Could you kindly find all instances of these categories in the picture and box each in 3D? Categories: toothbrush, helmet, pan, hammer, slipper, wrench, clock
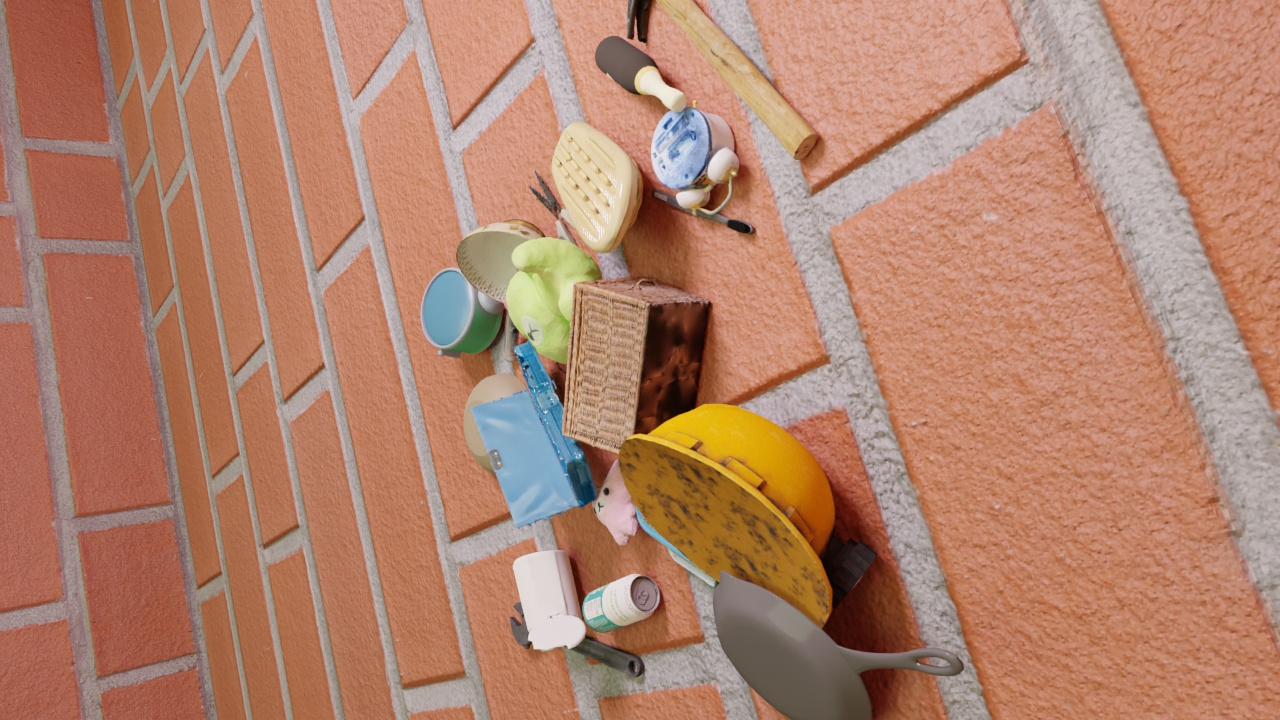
[{"bbox_3d":[-0.172,-0.067,1.250,0.024,0.022,0.186,59,150,33],"label":"toothbrush"},{"bbox_3d":[0.113,0.130,0.906,0.255,0.131,0.206,38,151,17],"label":"helmet"},{"bbox_3d":[0.166,0.284,0.852,0.216,0.024,0.356,53,150,-2],"label":"pan"},{"bbox_3d":[0.083,-0.331,0.982,0.132,0.033,0.330,-54,56,34],"label":"hammer"},{"bbox_3d":[-0.039,-0.212,1.097,0.111,0.079,0.261,-66,30,24],"label":"slipper"},{"bbox_3d":[-0.094,0.380,1.244,0.274,0.018,0.073,4,87,46],"label":"wrench"},{"bbox_3d":[-0.249,-0.086,1.345,0.162,0.075,0.122,-48,57,24],"label":"clock"},{"bbox_3d":[0.065,-0.168,1.029,0.167,0.013,0.013,31,116,45],"label":"toothbrush"},{"bbox_3d":[0.062,-0.217,0.998,0.089,0.051,0.125,-39,65,42],"label":"clock"}]

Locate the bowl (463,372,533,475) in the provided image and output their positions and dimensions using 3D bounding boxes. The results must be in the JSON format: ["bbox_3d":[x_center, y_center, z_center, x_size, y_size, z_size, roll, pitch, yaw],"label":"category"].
[{"bbox_3d":[-0.213,0.095,1.330,0.153,0.050,0.152,5,97,48],"label":"bowl"}]

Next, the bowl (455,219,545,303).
[{"bbox_3d":[-0.166,-0.141,1.227,0.146,0.145,0.063,-33,32,44],"label":"bowl"}]

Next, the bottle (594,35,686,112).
[{"bbox_3d":[0.003,-0.318,1.030,0.184,0.045,0.045,52,129,48],"label":"bottle"}]

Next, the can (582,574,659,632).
[{"bbox_3d":[-0.024,0.300,1.134,0.102,0.054,0.055,-35,67,44],"label":"can"}]

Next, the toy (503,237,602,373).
[{"bbox_3d":[-0.103,-0.075,1.144,0.150,0.107,0.197,45,162,3],"label":"toy"}]

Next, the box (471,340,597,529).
[{"bbox_3d":[-0.147,0.089,1.160,0.094,0.112,0.231,81,165,-44],"label":"box"}]

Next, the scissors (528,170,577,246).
[{"bbox_3d":[-0.099,-0.193,1.208,0.151,0.012,0.164,-15,81,47],"label":"scissors"}]

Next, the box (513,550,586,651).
[{"bbox_3d":[-0.118,0.313,1.189,0.137,0.084,0.146,111,146,-65],"label":"box"}]

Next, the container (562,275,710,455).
[{"bbox_3d":[-0.006,0.006,1.047,0.113,0.113,0.199,19,108,41],"label":"container"}]

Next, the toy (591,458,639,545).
[{"bbox_3d":[-0.026,0.179,1.124,0.099,0.052,0.095,-56,39,40],"label":"toy"}]

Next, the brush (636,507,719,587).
[{"bbox_3d":[0.045,0.197,1.052,0.136,0.055,0.075,26,134,44],"label":"brush"}]
